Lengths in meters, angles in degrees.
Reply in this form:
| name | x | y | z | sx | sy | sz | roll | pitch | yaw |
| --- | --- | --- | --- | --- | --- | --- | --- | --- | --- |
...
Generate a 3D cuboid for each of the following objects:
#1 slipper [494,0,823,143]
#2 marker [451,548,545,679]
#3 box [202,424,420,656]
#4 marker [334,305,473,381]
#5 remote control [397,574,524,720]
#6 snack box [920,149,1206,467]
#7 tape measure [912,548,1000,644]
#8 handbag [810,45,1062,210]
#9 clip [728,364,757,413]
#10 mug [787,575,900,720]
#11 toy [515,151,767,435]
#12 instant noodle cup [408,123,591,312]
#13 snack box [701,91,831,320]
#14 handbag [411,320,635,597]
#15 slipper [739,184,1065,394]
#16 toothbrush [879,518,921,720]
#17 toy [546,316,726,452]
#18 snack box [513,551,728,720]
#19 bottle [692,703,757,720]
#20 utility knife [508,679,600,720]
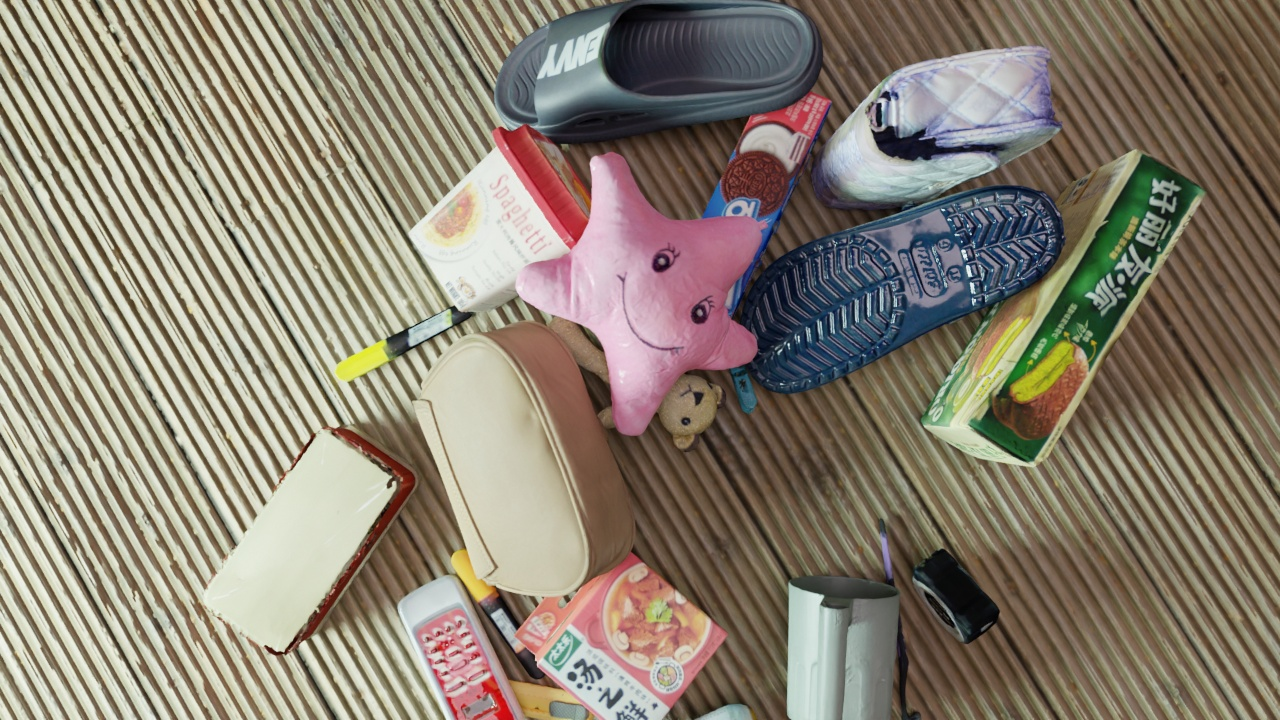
| name | x | y | z | sx | sy | sz | roll | pitch | yaw |
| --- | --- | --- | --- | --- | --- | --- | --- | --- | --- |
| slipper | 0.003 | -0.240 | 0.712 | 0.268 | 0.083 | 0.110 | -1 | 79 | 16 |
| marker | -0.114 | 0.206 | 0.744 | 0.018 | 0.015 | 0.124 | -34 | 89 | -4 |
| box | -0.259 | 0.137 | 0.717 | 0.091 | 0.079 | 0.168 | 34 | 87 | 2 |
| marker | -0.194 | -0.016 | 0.759 | 0.124 | 0.015 | 0.018 | -28 | 87 | -4 |
| remote control | -0.144 | 0.241 | 0.731 | 0.056 | 0.020 | 0.136 | -27 | 79 | -1 |
| snack box | 0.315 | -0.036 | 0.701 | 0.063 | 0.114 | 0.240 | 32 | 87 | 1 |
| tape measure | 0.244 | 0.185 | 0.714 | 0.033 | 0.066 | 0.065 | -34 | 60 | -5 |
| handbag | 0.208 | -0.159 | 0.670 | 0.134 | 0.194 | 0.075 | -8 | 89 | 0 |
| clip | 0.082 | 0.016 | 0.749 | 0.013 | 0.038 | 0.055 | -16 | 77 | -1 |
| mug | 0.148 | 0.223 | 0.686 | 0.084 | 0.123 | 0.103 | 2 | 89 | 19 |
| toy | 0.012 | -0.059 | 0.659 | 0.178 | 0.074 | 0.194 | -35 | 111 | -7 |
| instant noodle cup | -0.102 | -0.104 | 0.720 | 0.124 | 0.116 | 0.116 | -34 | 87 | 11 |
| snack box | 0.085 | -0.119 | 0.739 | 0.058 | 0.057 | 0.207 | 25 | 88 | 5 |
| handbag | -0.088 | 0.076 | 0.704 | 0.148 | 0.099 | 0.204 | -22 | 88 | 36 |
| slipper | 0.192 | -0.063 | 0.710 | 0.253 | 0.095 | 0.105 | -25 | 92 | 20 |
| toothbrush | 0.210 | 0.221 | 0.738 | 0.016 | 0.014 | 0.189 | -7 | 86 | -7 |
| toy | -0.004 | 0.004 | 0.728 | 0.157 | 0.066 | 0.105 | 37 | 71 | -5 |
| snack box | -0.017 | 0.216 | 0.721 | 0.127 | 0.044 | 0.113 | 39 | 82 | 1 |
| bottle | 0.010 | 0.330 | 0.707 | 0.189 | 0.068 | 0.068 | -24 | 86 | -1 |
| utility knife | -0.088 | 0.277 | 0.741 | 0.152 | 0.018 | 0.031 | 8 | 81 | 6 |
